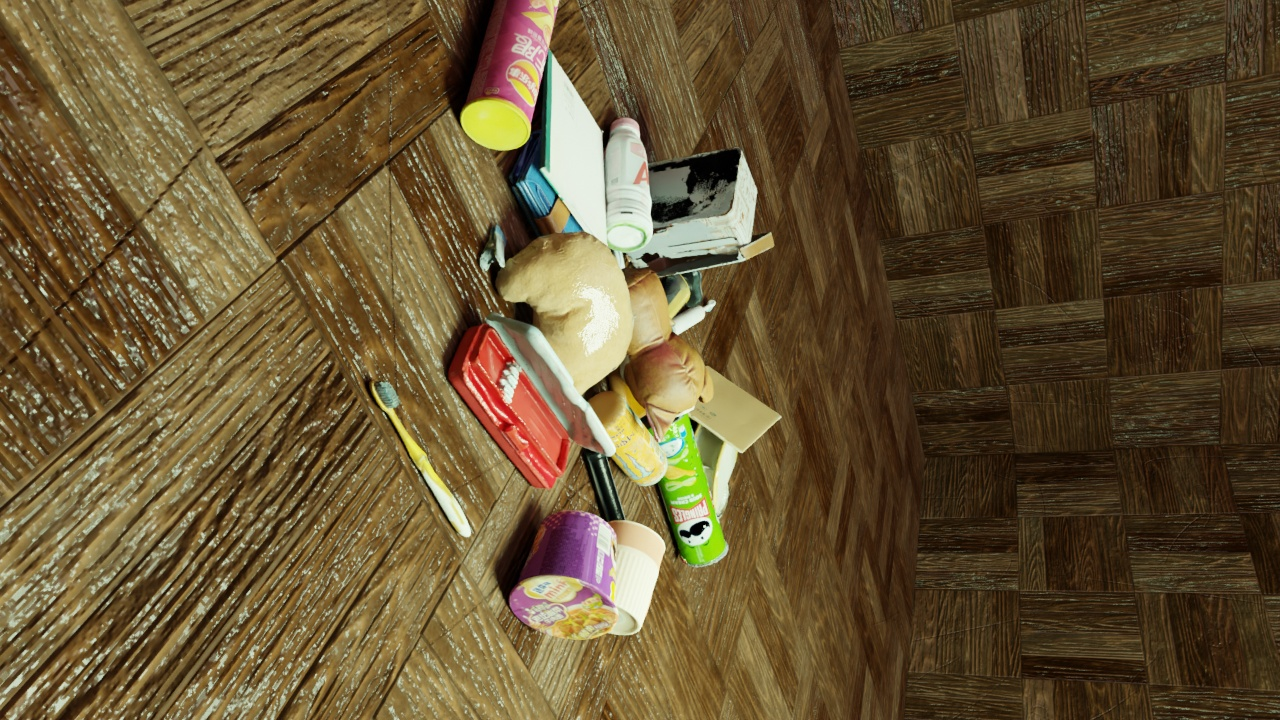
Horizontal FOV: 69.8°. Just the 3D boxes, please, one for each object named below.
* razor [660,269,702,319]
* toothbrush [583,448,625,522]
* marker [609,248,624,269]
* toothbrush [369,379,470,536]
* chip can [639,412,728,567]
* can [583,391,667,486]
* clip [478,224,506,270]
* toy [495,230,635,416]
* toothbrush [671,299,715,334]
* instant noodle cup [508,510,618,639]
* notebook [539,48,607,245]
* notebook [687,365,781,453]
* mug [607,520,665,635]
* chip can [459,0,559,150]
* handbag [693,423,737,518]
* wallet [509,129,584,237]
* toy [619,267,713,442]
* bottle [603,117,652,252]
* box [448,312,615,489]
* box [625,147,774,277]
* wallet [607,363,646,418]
[{"bbox_3d":[0.042,-0.078,1.320,0.067,0.062,0.167,46,40,-8],"label":"razor"},{"bbox_3d":[-0.029,0.202,1.133,0.026,0.027,0.213,-24,113,-21],"label":"toothbrush"},{"bbox_3d":[-0.027,-0.118,1.188,0.017,0.017,0.145,18,59,-63],"label":"marker"},{"bbox_3d":[-0.190,0.091,0.817,0.191,0.018,0.016,68,31,-32],"label":"toothbrush"},{"bbox_3d":[0.059,0.174,1.281,0.072,0.072,0.236,-54,132,-55],"label":"chip can"},{"bbox_3d":[-0.018,0.099,1.142,0.146,0.058,0.058,55,38,-47],"label":"can"},{"bbox_3d":[-0.149,-0.116,0.950,0.056,0.028,0.024,-84,156,-45],"label":"clip"},{"bbox_3d":[-0.070,-0.030,1.003,0.082,0.143,0.226,-132,-153,-66],"label":"toy"},{"bbox_3d":[0.079,-0.068,1.427,0.026,0.027,0.220,-62,167,24],"label":"toothbrush"},{"bbox_3d":[-0.073,0.218,0.954,0.099,0.112,0.112,-82,153,-48],"label":"instant noodle cup"},{"bbox_3d":[-0.078,-0.251,1.092,0.150,0.012,0.208,51,28,-49],"label":"notebook"},{"bbox_3d":[0.125,0.070,1.387,0.008,0.148,0.207,-61,165,21],"label":"notebook"},{"bbox_3d":[-0.018,0.264,1.080,0.105,0.082,0.114,-70,146,-40],"label":"mug"},{"bbox_3d":[-0.133,-0.325,0.967,0.071,0.071,0.210,49,42,-51],"label":"chip can"},{"bbox_3d":[0.108,0.181,1.416,0.162,0.063,0.179,-59,152,-52],"label":"handbag"},{"bbox_3d":[-0.100,-0.183,1.052,0.106,0.040,0.133,-77,149,-43],"label":"wallet"},{"bbox_3d":[0.005,-0.010,1.111,0.139,0.131,0.199,-38,94,-32],"label":"toy"},{"bbox_3d":[-0.020,-0.234,1.190,0.068,0.068,0.196,50,32,-51],"label":"bottle"},{"bbox_3d":[-0.098,0.041,0.932,0.201,0.099,0.095,60,33,-41],"label":"box"},{"bbox_3d":[0.080,-0.171,1.265,0.168,0.182,0.150,54,39,-48],"label":"box"},{"bbox_3d":[-0.007,0.007,1.212,0.118,0.035,0.131,-31,112,-61],"label":"wallet"}]
